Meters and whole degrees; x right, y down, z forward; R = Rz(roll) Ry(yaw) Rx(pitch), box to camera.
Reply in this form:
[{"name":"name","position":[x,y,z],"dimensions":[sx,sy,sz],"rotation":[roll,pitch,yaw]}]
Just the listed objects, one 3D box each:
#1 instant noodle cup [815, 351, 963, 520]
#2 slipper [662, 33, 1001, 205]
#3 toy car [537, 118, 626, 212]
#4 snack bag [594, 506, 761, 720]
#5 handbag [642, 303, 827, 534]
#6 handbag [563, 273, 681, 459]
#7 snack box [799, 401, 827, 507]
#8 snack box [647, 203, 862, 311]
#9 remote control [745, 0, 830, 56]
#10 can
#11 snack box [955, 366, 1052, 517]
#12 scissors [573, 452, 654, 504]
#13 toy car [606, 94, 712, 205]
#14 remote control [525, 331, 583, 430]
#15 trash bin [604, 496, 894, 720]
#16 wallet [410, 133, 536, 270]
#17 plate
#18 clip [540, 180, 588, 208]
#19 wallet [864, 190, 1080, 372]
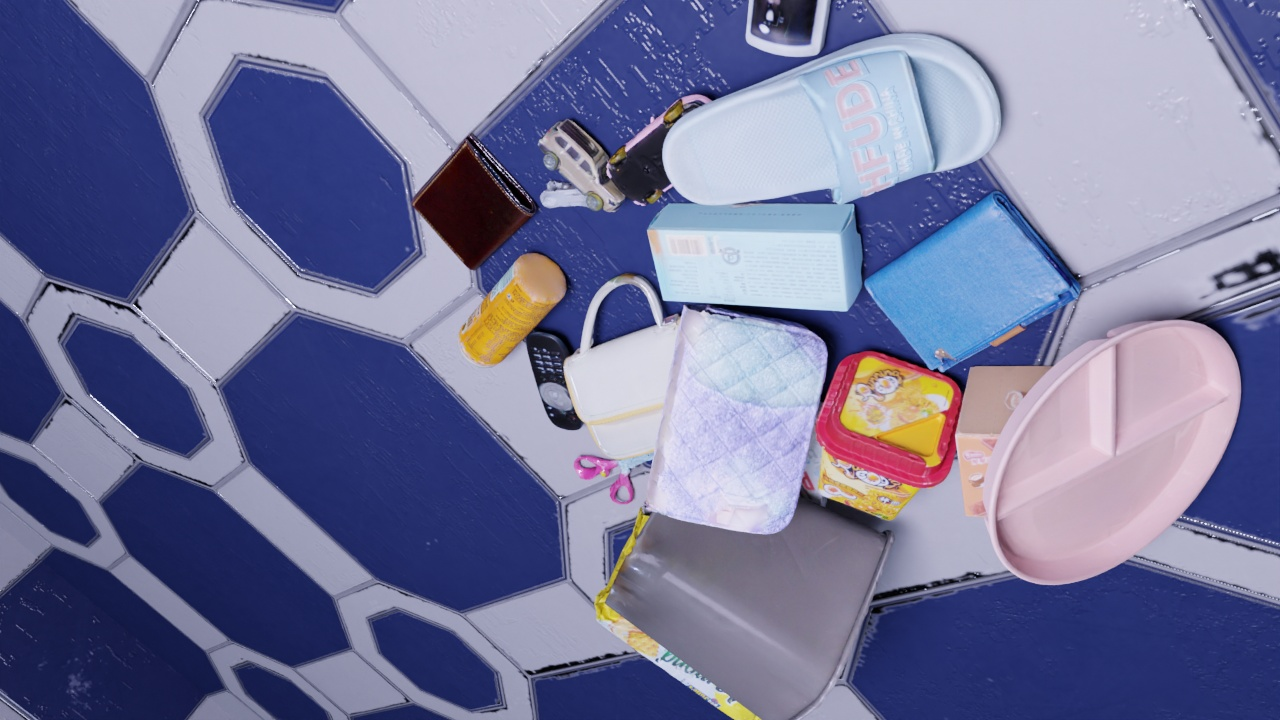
[{"name":"instant noodle cup","position":[0.214,0.074,0.821],"dimensions":[0.116,0.115,0.124],"rotation":[20,146,12]},{"name":"slipper","position":[0.130,-0.163,0.666],"dimensions":[0.246,0.074,0.104],"rotation":[-8,121,21]},{"name":"toy car","position":[-0.047,-0.169,0.800],"dimensions":[0.090,0.042,0.035],"rotation":[45,133,-12]},{"name":"snack bag","position":[0.073,0.286,1.045],"dimensions":[0.246,0.157,0.068],"rotation":[36,129,-4]},{"name":"handbag","position":[0.085,0.053,0.829],"dimensions":[0.134,0.075,0.194],"rotation":[11,97,-4]},{"name":"handbag","position":[-0.005,0.005,0.911],"dimensions":[0.164,0.063,0.179],"rotation":[-18,108,33]},{"name":"snack box","position":[0.146,0.095,0.920],"dimensions":[0.085,0.026,0.157],"rotation":[12,136,20]},{"name":"snack box","position":[0.096,-0.090,0.781],"dimensions":[0.175,0.051,0.074],"rotation":[6,131,27]},{"name":"remote control","position":[0.107,-0.285,0.630],"dimensions":[0.058,0.021,0.150],"rotation":[16,132,17]},{"name":"can","position":[-0.134,-0.049,0.941],"dimensions":[0.058,0.058,0.146],"rotation":[42,135,-8]},{"name":"snack box","position":[0.313,0.069,0.765],"dimensions":[0.077,0.092,0.094],"rotation":[0,127,29]},{"name":"scissors","position":[-0.014,0.127,1.057],"dimensions":[0.136,0.017,0.105],"rotation":[-20,114,36]},{"name":"toy car","position":[0.023,-0.175,0.759],"dimensions":[0.056,0.037,0.123],"rotation":[45,136,-17]},{"name":"remote control","position":[-0.090,0.020,0.999],"dimensions":[0.053,0.024,0.137],"rotation":[7,131,22]},{"name":"trash bin","position":[0.100,0.223,0.924],"dimensions":[0.220,0.198,0.199],"rotation":[28,147,8]},{"name":"wallet","position":[-0.166,-0.151,0.900],"dimensions":[0.096,0.020,0.123],"rotation":[49,135,-9]},{"name":"plate","position":[0.353,0.071,0.695],"dimensions":[0.028,0.229,0.230],"rotation":[50,163,56]},{"name":"clip","position":[-0.063,-0.152,0.841],"dimensions":[0.057,0.029,0.024],"rotation":[7,132,15]},{"name":"wallet","position":[0.260,-0.058,0.727],"dimensions":[0.106,0.040,0.133],"rotation":[48,134,-3]}]
